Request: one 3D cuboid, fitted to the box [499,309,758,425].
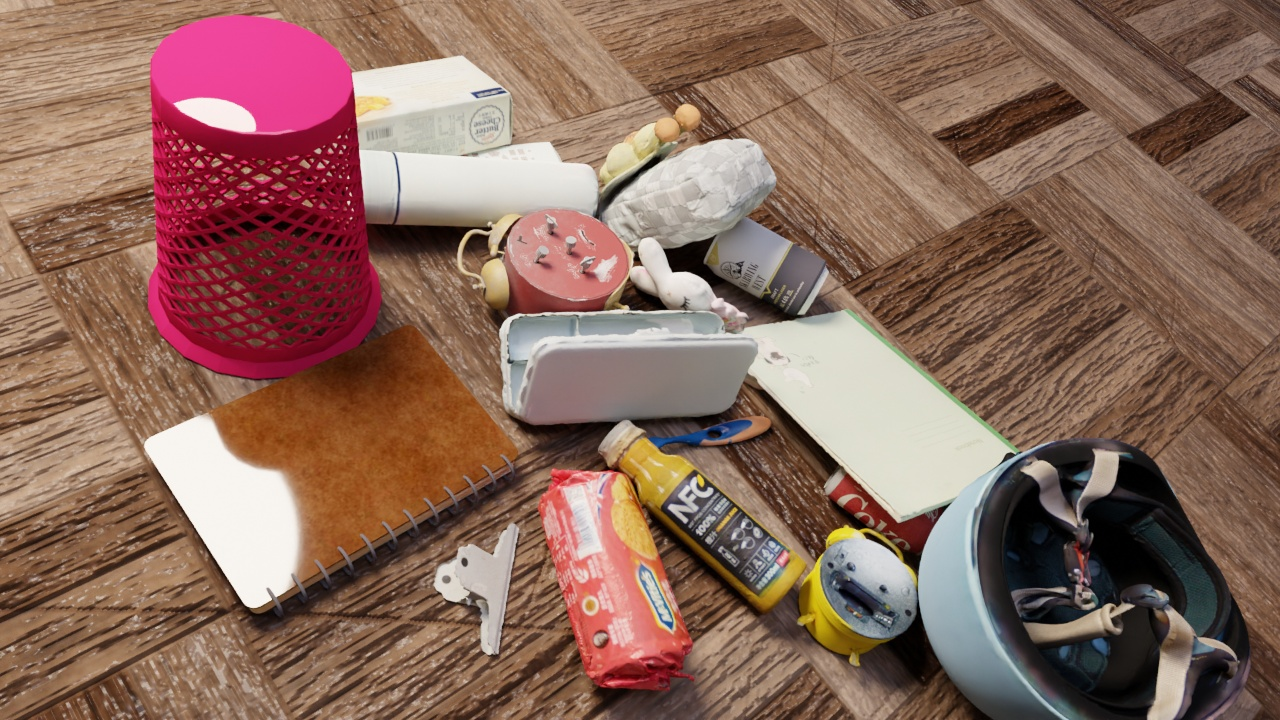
[{"bbox_3d":[-0.001,0.008,0.761,0.216,0.110,0.107,-4,91,-20],"label":"box"}]

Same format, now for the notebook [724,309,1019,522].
[{"bbox_3d":[0.210,0.036,0.837,0.181,0.010,0.252,-11,43,-33],"label":"notebook"}]

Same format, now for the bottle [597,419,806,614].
[{"bbox_3d":[0.045,0.120,0.735,0.186,0.053,0.053,40,52,13],"label":"bottle"}]

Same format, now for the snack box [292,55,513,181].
[{"bbox_3d":[-0.240,-0.239,0.897,0.207,0.058,0.104,-21,48,-31],"label":"snack box"}]

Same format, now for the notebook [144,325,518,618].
[{"bbox_3d":[-0.224,0.076,0.696,0.224,0.024,0.167,-29,66,-34],"label":"notebook"}]

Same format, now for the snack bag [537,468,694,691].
[{"bbox_3d":[-0.023,0.158,0.671,0.082,0.083,0.176,-6,55,-23],"label":"snack bag"}]

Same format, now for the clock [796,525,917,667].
[{"bbox_3d":[0.176,0.180,0.731,0.083,0.057,0.118,35,51,10],"label":"clock"}]

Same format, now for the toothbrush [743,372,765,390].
[{"bbox_3d":[0.176,0.053,0.856,0.181,0.018,0.015,30,49,4],"label":"toothbrush"}]

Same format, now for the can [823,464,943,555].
[{"bbox_3d":[0.211,0.121,0.792,0.096,0.054,0.053,36,51,10],"label":"can"}]

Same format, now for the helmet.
[{"bbox_3d":[0.315,0.186,0.697,0.265,0.167,0.225,-3,63,-34],"label":"helmet"}]

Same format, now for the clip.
[{"bbox_3d":[-0.118,0.157,0.667,0.054,0.038,0.101,21,48,-19],"label":"clip"}]

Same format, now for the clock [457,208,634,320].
[{"bbox_3d":[-0.085,-0.086,0.831,0.159,0.081,0.116,13,51,-10],"label":"clock"}]

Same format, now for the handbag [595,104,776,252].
[{"bbox_3d":[0.038,-0.176,0.883,0.112,0.172,0.123,-34,108,-36],"label":"handbag"}]

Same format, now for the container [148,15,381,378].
[{"bbox_3d":[-0.287,-0.126,0.697,0.183,0.226,0.182,9,51,-12],"label":"container"}]

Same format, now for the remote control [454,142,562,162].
[{"bbox_3d":[-0.148,-0.190,0.926,0.143,0.024,0.049,-11,54,-20],"label":"remote control"}]

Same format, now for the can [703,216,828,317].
[{"bbox_3d":[0.121,-0.099,0.923,0.127,0.064,0.064,30,50,5],"label":"can"}]

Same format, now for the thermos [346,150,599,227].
[{"bbox_3d":[-0.156,-0.158,0.864,0.229,0.068,0.067,-2,54,-26],"label":"thermos"}]

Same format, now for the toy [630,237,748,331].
[{"bbox_3d":[0.043,-0.061,0.864,0.125,0.076,0.037,36,69,9],"label":"toy"}]

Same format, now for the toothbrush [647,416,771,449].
[{"bbox_3d":[0.058,0.067,0.808,0.134,0.017,0.021,-8,61,-27],"label":"toothbrush"}]
